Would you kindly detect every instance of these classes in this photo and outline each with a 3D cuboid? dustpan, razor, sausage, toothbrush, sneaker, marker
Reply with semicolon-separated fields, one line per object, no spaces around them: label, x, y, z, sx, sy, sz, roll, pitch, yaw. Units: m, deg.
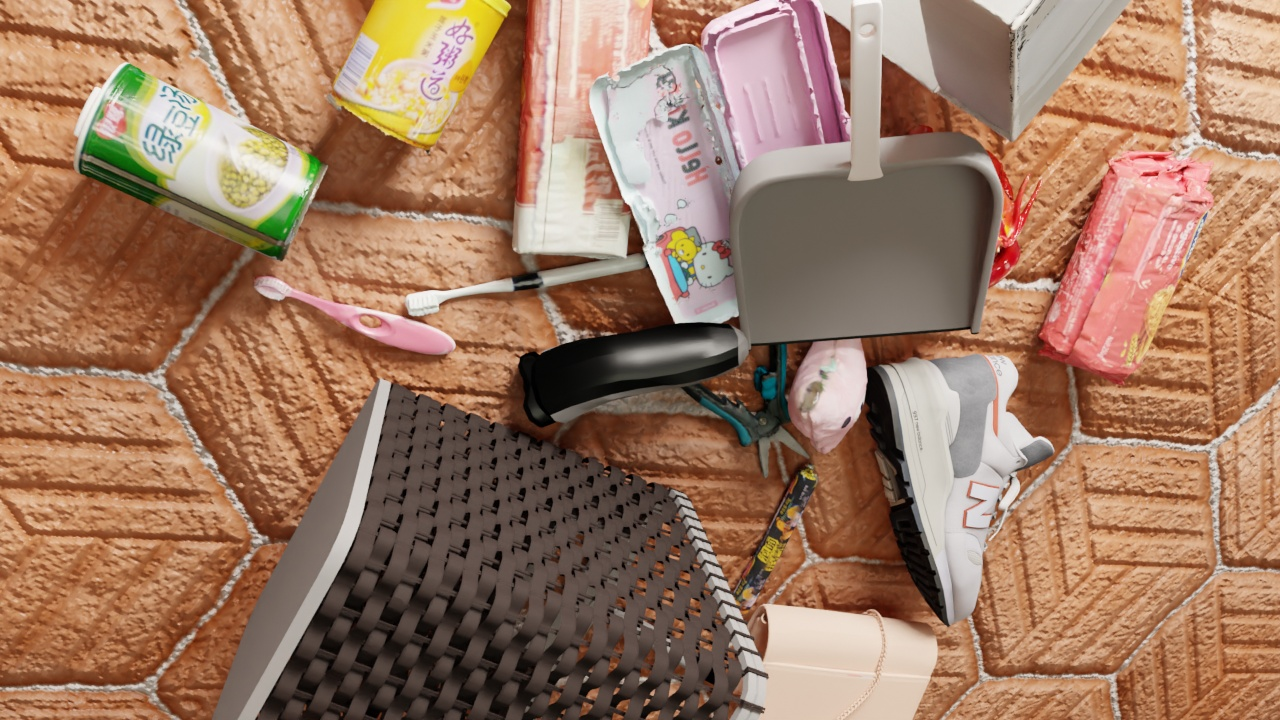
dustpan;0.134;-0.097;0.555;0.163;0.033;0.258;-4;134;9
razor;-0.004;0.004;0.632;0.156;0.057;0.060;-17;155;12
sausage;0.108;0.151;0.751;0.020;0.020;0.155;19;107;-20
toothbrush;-0.067;-0.054;0.626;0.186;0.017;0.012;-12;134;-9
sneaker;0.263;0.095;0.726;0.124;0.088;0.240;-21;112;-1
toothbrush;-0.187;-0.029;0.608;0.135;0.016;0.022;19;107;-20
marker;0.026;0.240;0.773;0.138;0.016;0.022;39;68;-23

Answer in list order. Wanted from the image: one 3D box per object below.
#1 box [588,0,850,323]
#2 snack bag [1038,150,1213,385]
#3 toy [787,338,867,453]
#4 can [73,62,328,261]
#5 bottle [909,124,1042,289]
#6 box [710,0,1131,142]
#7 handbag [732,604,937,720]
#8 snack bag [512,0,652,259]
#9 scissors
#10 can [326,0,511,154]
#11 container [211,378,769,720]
box;0.064;-0.121;0.599;0.154;0.041;0.201;-20;128;4
snack bag;0.361;-0.070;0.688;0.082;0.082;0.177;9;109;-17
toy;0.140;0.029;0.684;0.053;0.098;0.096;12;141;24
can;-0.251;-0.113;0.530;0.121;0.067;0.067;25;104;-22
bottle;0.212;-0.104;0.628;0.099;0.099;0.111;-36;113;3
box;0.171;-0.278;0.578;0.164;0.446;0.167;33;102;-30
handbag;0.181;0.291;0.734;0.198;0.187;0.117;9;117;-12
snack bag;-0.036;-0.176;0.571;0.077;0.041;0.225;1;110;-14
scissors;0.076;0.029;0.693;0.118;0.019;0.148;-6;115;-11
can;-0.128;-0.181;0.531;0.067;0.067;0.105;27;104;-22
container;-0.111;0.186;0.594;0.243;0.245;0.248;27;104;-19
